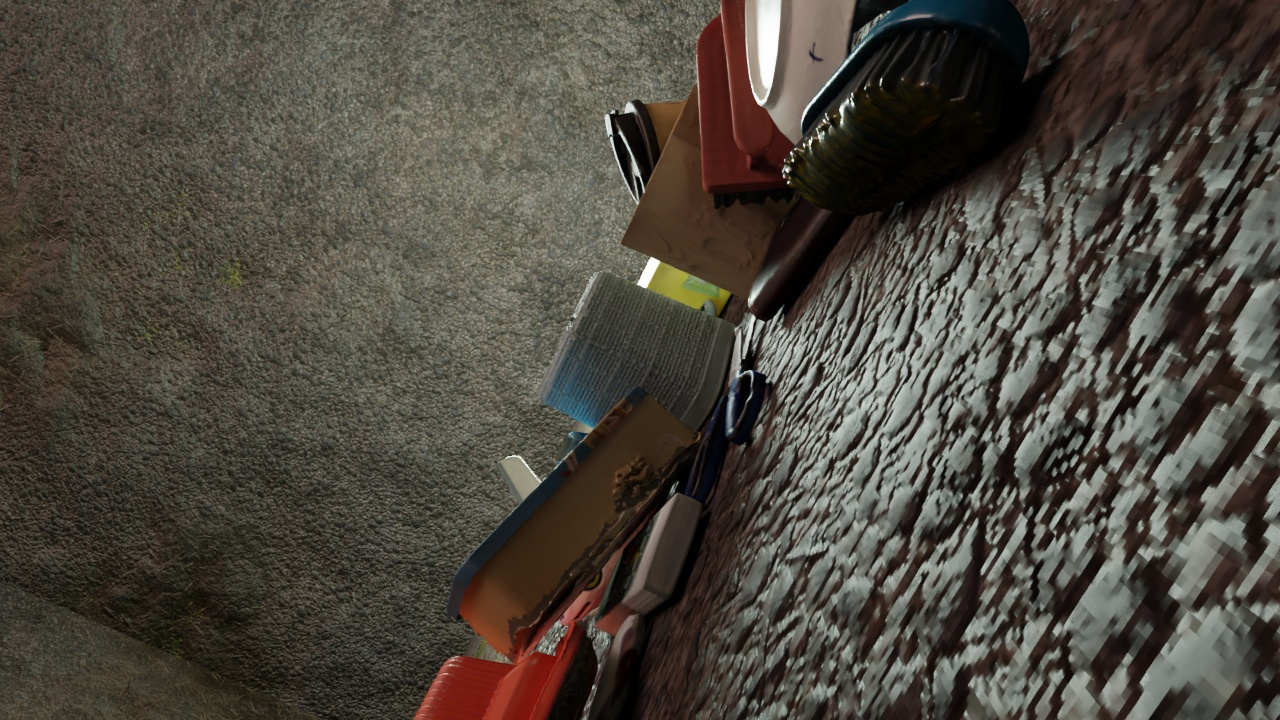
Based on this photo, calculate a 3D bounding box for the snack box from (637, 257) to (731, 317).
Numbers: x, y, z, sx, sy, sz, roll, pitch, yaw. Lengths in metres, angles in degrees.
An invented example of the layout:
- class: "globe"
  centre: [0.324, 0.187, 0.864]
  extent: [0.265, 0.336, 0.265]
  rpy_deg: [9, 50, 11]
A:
- class: "snack box"
  centre: [0.039, -0.072, 0.850]
  extent: [0.157, 0.070, 0.211]
  rpy_deg: [-70, 6, -51]

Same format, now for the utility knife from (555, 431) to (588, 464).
- class: "utility knife"
  centre: [-0.037, 0.065, 0.652]
  extent: [0.034, 0.018, 0.166]
  rpy_deg: [-58, -11, -2]

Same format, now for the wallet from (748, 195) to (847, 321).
- class: "wallet"
  centre: [0.104, -0.090, 0.520]
  extent: [0.123, 0.020, 0.096]
  rpy_deg: [-58, 8, 45]

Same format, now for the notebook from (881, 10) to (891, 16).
- class: "notebook"
  centre: [0.221, -0.352, 0.638]
  extent: [0.212, 0.012, 0.149]
  rpy_deg: [-62, 4, 31]

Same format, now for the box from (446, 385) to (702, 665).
- class: "box"
  centre: [-0.041, 0.101, 0.549]
  extent: [0.183, 0.059, 0.090]
  rpy_deg: [-42, -13, -35]

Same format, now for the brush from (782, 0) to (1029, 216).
- class: "brush"
  centre: [0.102, -0.104, 0.358]
  extent: [0.144, 0.055, 0.073]
  rpy_deg: [141, 153, -81]

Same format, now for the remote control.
- class: "remote control"
  centre: [0.002, 0.119, 0.524]
  extent: [0.135, 0.019, 0.056]
  rpy_deg: [119, 175, -62]

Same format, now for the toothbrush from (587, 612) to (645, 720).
- class: "toothbrush"
  centre: [-0.029, 0.209, 0.441]
  extent: [0.017, 0.016, 0.187]
  rpy_deg: [-44, 20, 56]

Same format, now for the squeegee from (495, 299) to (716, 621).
- class: "squeegee"
  centre: [-0.005, 0.056, 0.771]
  extent: [0.246, 0.039, 0.246]
  rpy_deg: [-53, 32, 4]

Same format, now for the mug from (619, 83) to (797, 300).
- class: "mug"
  centre: [0.057, -0.116, 0.642]
  extent: [0.084, 0.103, 0.124]
  rpy_deg: [156, 139, -84]

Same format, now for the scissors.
- class: "scissors"
  centre: [0.058, 0.009, 0.534]
  extent: [0.147, 0.012, 0.169]
  rpy_deg: [124, 170, -69]

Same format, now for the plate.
- class: "plate"
  centre: [0.078, -0.186, 0.464]
  extent: [0.163, 0.034, 0.165]
  rpy_deg: [-94, 2, -49]

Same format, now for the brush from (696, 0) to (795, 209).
- class: "brush"
  centre: [0.067, -0.172, 0.585]
  extent: [0.069, 0.063, 0.145]
  rpy_deg: [79, -172, -64]

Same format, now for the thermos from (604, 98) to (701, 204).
- class: "thermos"
  centre: [0.050, -0.168, 0.723]
  extent: [0.093, 0.143, 0.093]
  rpy_deg: [165, 91, -82]

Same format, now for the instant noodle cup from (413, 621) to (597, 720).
- class: "instant noodle cup"
  centre: [-0.087, 0.234, 0.465]
  extent: [0.164, 0.079, 0.189]
  rpy_deg: [-65, -10, -51]

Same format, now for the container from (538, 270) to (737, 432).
- class: "container"
  centre: [-0.004, 0.004, 0.657]
  extent: [0.089, 0.111, 0.090]
  rpy_deg: [-69, 6, -47]

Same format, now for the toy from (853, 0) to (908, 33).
- class: "toy"
  centre: [0.152, -0.276, 0.492]
  extent: [0.137, 0.091, 0.357]
  rpy_deg: [-64, 4, -37]

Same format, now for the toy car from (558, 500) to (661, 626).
- class: "toy car"
  centre: [-0.018, 0.130, 0.631]
  extent: [0.122, 0.037, 0.056]
  rpy_deg: [-53, 0, -30]
